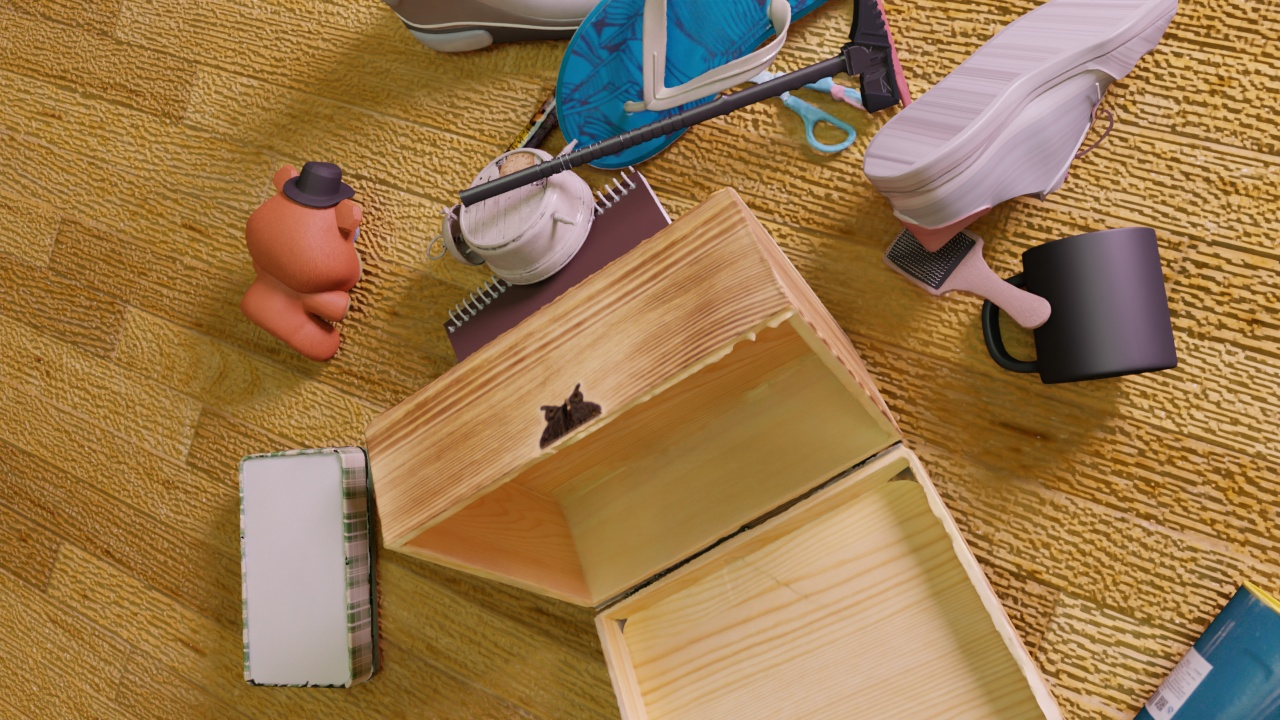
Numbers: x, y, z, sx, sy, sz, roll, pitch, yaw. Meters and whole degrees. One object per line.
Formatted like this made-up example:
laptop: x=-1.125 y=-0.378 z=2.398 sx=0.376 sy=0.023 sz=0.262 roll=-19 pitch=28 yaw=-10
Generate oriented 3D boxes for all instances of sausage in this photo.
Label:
sausage: x=-0.091 y=-0.187 z=0.765 sx=0.020 sy=0.020 sz=0.155 roll=44 pitch=102 yaw=17

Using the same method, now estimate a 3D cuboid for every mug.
mug: x=0.360 y=0.205 z=0.555 sx=0.078 sy=0.078 sz=0.121 roll=40 pitch=105 yaw=17
mug: x=0.280 y=-0.030 z=0.600 sx=0.114 sy=0.078 sz=0.088 roll=-12 pitch=82 yaw=46

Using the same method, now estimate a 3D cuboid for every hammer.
hammer: x=0.019 y=-0.175 z=0.658 sx=0.325 sy=0.015 sz=0.095 roll=-18 pitch=123 yaw=7

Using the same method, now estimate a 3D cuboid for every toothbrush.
toothbrush: x=0.186 y=-0.227 z=0.670 sx=0.016 sy=0.016 sz=0.189 roll=-18 pitch=81 yaw=13

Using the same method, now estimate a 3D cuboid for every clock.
clock: x=-0.113 y=-0.113 z=0.733 sx=0.157 sy=0.061 sz=0.103 roll=-16 pitch=59 yaw=26

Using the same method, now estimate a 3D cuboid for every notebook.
notebook: x=-0.051 y=-0.031 z=0.718 sx=0.209 sy=0.022 sz=0.171 roll=-36 pitch=59 yaw=14

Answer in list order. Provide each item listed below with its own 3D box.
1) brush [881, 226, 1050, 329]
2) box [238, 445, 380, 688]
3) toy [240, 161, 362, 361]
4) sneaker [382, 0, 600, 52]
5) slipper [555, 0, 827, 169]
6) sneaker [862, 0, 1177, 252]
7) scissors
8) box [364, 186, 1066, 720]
brush: x=0.217 y=-0.060 z=0.614 sx=0.050 sy=0.015 sz=0.135 roll=-54 pitch=41 yaw=10
box: x=-0.288 y=0.179 z=0.802 sx=0.118 sy=0.050 sz=0.205 roll=-7 pitch=85 yaw=17
toy: x=-0.294 y=-0.088 z=0.795 sx=0.112 sy=0.096 sz=0.176 roll=33 pitch=126 yaw=18
sneaker: x=-0.108 y=-0.313 z=0.705 sx=0.257 sy=0.160 sz=0.093 roll=2 pitch=87 yaw=21
slipper: x=0.050 y=-0.254 z=0.671 sx=0.295 sy=0.060 sz=0.118 roll=-33 pitch=100 yaw=18
sneaker: x=0.259 y=-0.158 z=0.610 sx=0.236 sy=0.089 sz=0.099 roll=-35 pitch=32 yaw=-3
scissors: x=0.111 y=-0.200 z=0.701 sx=0.141 sy=0.015 sz=0.076 roll=20 pitch=95 yaw=26
box: x=0.054 y=0.146 z=0.564 sx=0.280 sy=0.286 sz=0.336 roll=-33 pitch=57 yaw=15
